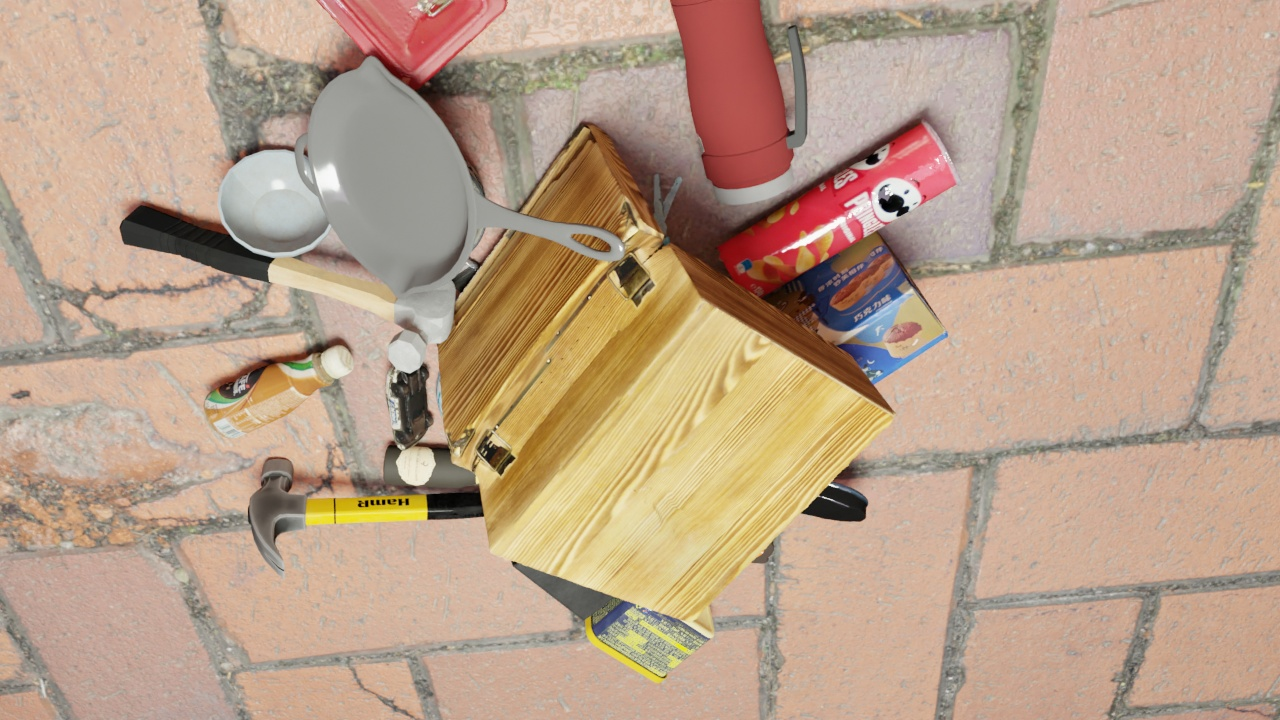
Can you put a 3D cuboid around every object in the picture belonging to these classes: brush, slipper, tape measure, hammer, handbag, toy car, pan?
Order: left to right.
[{"bbox_3d":[-0.340,-0.086,0.895,0.328,0.130,0.039,17,133,1],"label":"hammer"},{"bbox_3d":[-0.275,0.172,1.049,0.324,0.169,0.034,0,122,-16],"label":"hammer"},{"bbox_3d":[-0.260,0.047,1.015,0.040,0.048,0.113,19,124,24],"label":"toy car"},{"bbox_3d":[-0.160,-0.137,0.773,0.355,0.024,0.217,19,125,26],"label":"pan"},{"bbox_3d":[-0.170,-0.079,0.959,0.151,0.012,0.039,37,114,-20],"label":"brush"},{"bbox_3d":[-0.036,0.198,1.084,0.196,0.072,0.176,-32,138,3],"label":"handbag"},{"bbox_3d":[0.135,0.222,1.140,0.058,0.038,0.059,4,134,-4],"label":"tape measure"},{"bbox_3d":[0.135,0.109,1.054,0.265,0.083,0.109,16,159,3],"label":"slipper"}]

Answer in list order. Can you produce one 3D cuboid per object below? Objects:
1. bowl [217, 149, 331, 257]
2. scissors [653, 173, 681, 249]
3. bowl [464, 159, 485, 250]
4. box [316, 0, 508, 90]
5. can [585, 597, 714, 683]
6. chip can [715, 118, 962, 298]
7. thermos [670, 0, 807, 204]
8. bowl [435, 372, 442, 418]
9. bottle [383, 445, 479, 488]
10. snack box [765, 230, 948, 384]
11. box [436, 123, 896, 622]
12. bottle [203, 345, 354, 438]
[{"bbox_3d":[-0.344,-0.144,0.878,0.106,0.039,0.106,3,77,-13],"label":"bowl"},{"bbox_3d":[0.003,-0.128,0.940,0.095,0.015,0.142,-4,115,1],"label":"scissors"},{"bbox_3d":[-0.203,-0.155,0.885,0.115,0.059,0.116,-1,121,-2],"label":"bowl"},{"bbox_3d":[-0.204,-0.325,0.772,0.130,0.097,0.157,-35,113,12],"label":"box"},{"bbox_3d":[0.013,0.335,1.182,0.135,0.075,0.104,38,110,-22],"label":"can"},{"bbox_3d":[0.190,-0.142,0.901,0.233,0.073,0.073,-30,118,16],"label":"chip can"},{"bbox_3d":[0.094,-0.247,0.821,0.108,0.083,0.199,-4,121,23],"label":"thermos"},{"bbox_3d":[-0.157,0.055,1.005,0.144,0.074,0.144,-1,121,-2],"label":"bowl"},{"bbox_3d":[-0.201,0.126,1.063,0.184,0.045,0.045,4,121,-4],"label":"bottle"},{"bbox_3d":[0.183,-0.025,0.921,0.203,0.154,0.069,-36,114,18],"label":"snack box"},{"bbox_3d":[-0.016,-0.002,0.848,0.286,0.336,0.280,27,114,-33],"label":"box"},{"bbox_3d":[-0.387,0.029,0.990,0.167,0.059,0.059,-23,119,12],"label":"bottle"}]
